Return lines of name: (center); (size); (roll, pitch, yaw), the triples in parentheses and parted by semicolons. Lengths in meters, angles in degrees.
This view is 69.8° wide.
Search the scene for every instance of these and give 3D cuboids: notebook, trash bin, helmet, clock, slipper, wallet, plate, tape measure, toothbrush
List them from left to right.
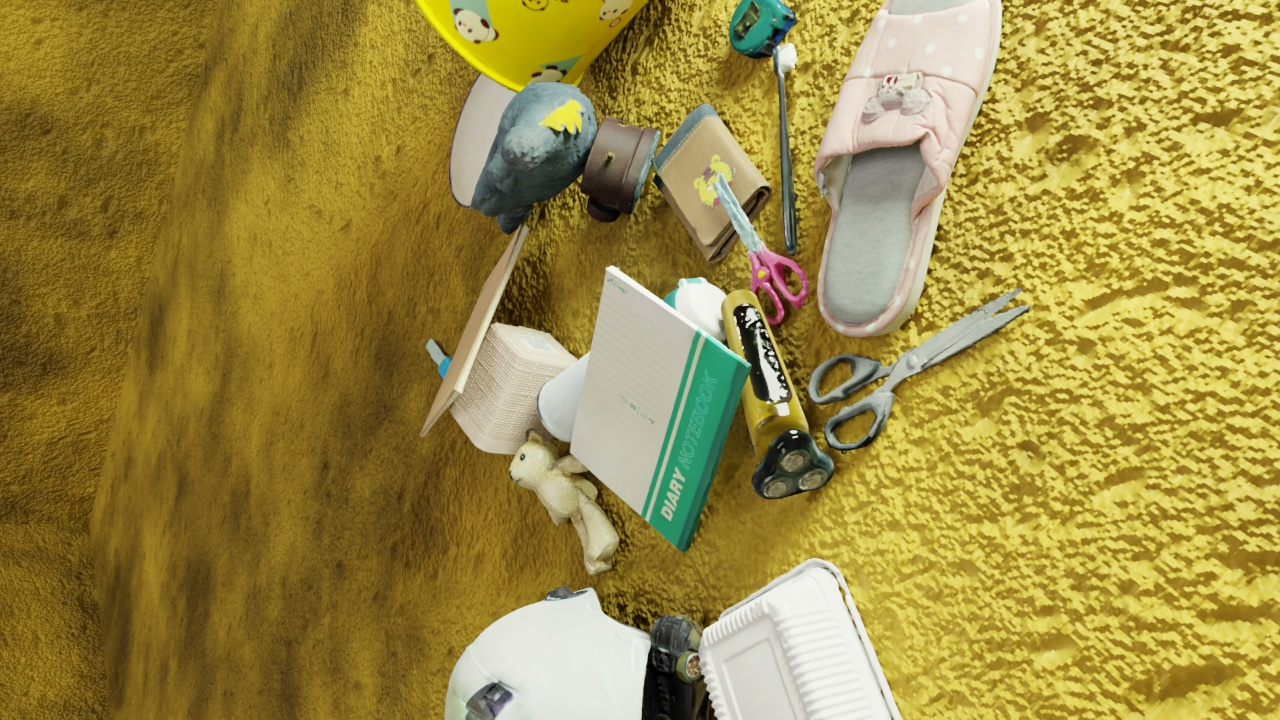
notebook: (-0.182, -0.031, 0.995); (0.150, 0.012, 0.211); (-40, 28, 56)
plate: (-0.164, -0.266, 1.070); (0.193, 0.039, 0.192); (-24, 60, 49)
helmet: (-0.093, 0.317, 0.779); (0.259, 0.145, 0.229); (0, 92, 63)
trash bin: (-0.059, -0.410, 0.844); (0.256, 0.229, 0.229); (-30, 62, 38)
clock: (-0.021, -0.177, 0.861); (0.122, 0.055, 0.081); (115, 174, -66)
notebook: (0.008, 0.045, 0.762); (0.150, 0.012, 0.210); (38, 133, 28)
wallet: (0.059, -0.154, 0.799); (0.090, 0.033, 0.115); (-51, 52, 31)
tape measure: (0.099, -0.284, 0.774); (0.055, 0.025, 0.058); (-54, 46, 29)
toothbrush: (0.119, -0.171, 0.739); (0.018, 0.015, 0.181); (-9, 76, 41)
slipper: (0.174, -0.151, 0.637); (0.114, 0.054, 0.274); (23, 103, 50)

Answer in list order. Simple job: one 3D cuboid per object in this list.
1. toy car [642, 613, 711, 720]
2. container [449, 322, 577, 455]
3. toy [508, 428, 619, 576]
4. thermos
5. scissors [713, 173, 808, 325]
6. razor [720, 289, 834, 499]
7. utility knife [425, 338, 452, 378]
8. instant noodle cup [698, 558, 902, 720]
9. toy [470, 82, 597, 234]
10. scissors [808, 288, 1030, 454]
toy car: (0.029, 0.289, 0.752); (0.070, 0.042, 0.158); (0, 89, 54)
container: (-0.128, 0.029, 0.953); (0.090, 0.090, 0.111); (41, 112, 46)
toy: (-0.072, 0.137, 0.884); (0.157, 0.066, 0.105); (50, 144, 30)
thermos: (-0.005, 0.005, 0.823); (0.225, 0.073, 0.073); (-35, 59, 42)
scissors: (0.093, -0.096, 0.736); (0.064, 0.017, 0.135); (-37, 71, 48)
razor: (0.096, 0.021, 0.700); (0.068, 0.062, 0.167); (86, 171, -65)
utility knife: (-0.229, 0.024, 1.132); (0.202, 0.018, 0.034); (44, 118, 46)
instant noodle cup: (0.106, 0.243, 0.655); (0.138, 0.060, 0.173); (-44, 54, 38)
toy: (-0.101, -0.197, 0.884); (0.137, 0.091, 0.357); (-58, 9, -9)
scissors: (0.183, -0.004, 0.635); (0.142, 0.014, 0.173); (39, 115, 46)
